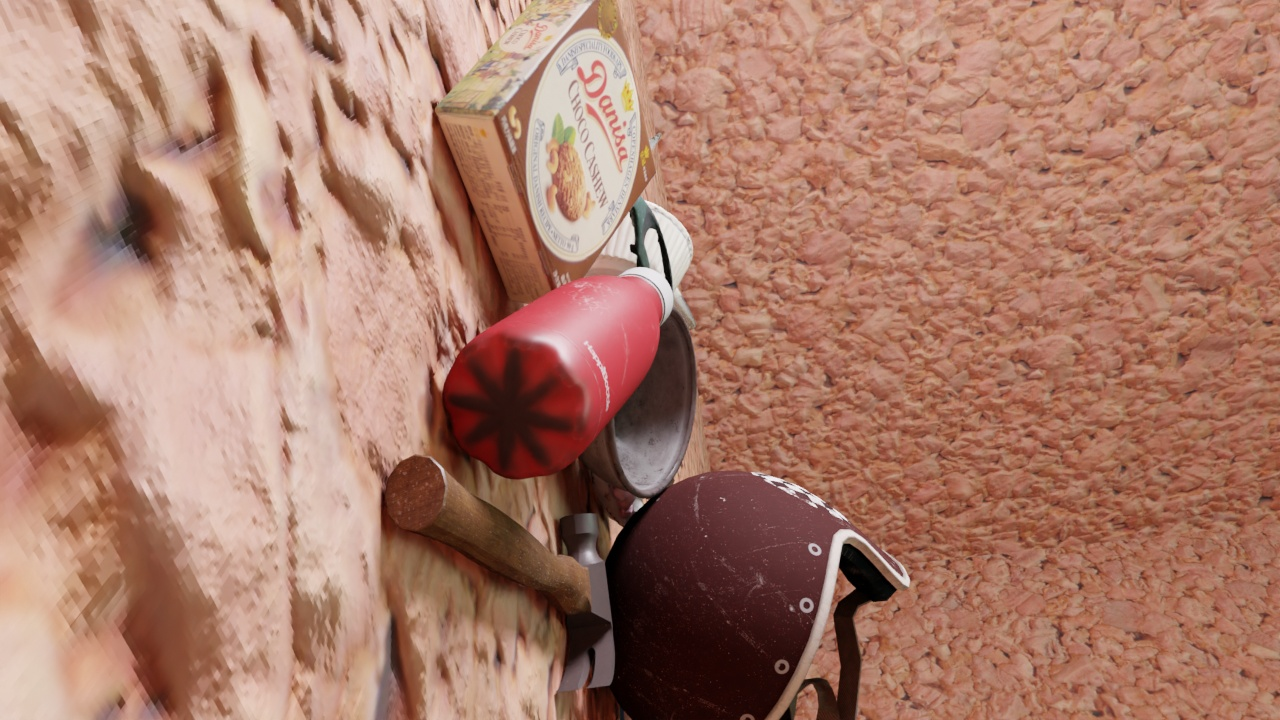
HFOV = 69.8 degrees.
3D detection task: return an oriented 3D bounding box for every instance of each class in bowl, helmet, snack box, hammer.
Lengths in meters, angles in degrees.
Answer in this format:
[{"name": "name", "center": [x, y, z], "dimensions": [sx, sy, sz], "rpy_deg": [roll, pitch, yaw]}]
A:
[{"name": "bowl", "center": [-0.016, 0.027, 0.688], "dimensions": [0.144, 0.067, 0.145], "rpy_deg": [-16, 108, -62]}, {"name": "bowl", "center": [-0.017, -0.078, 0.778], "dimensions": [0.115, 0.115, 0.062], "rpy_deg": [74, 25, -53]}, {"name": "helmet", "center": [0.088, 0.211, 0.703], "dimensions": [0.233, 0.253, 0.234], "rpy_deg": [-60, -156, 8]}, {"name": "snack box", "center": [-0.048, -0.131, 0.554], "dimensions": [0.146, 0.041, 0.143], "rpy_deg": [-60, 151, -34]}, {"name": "hammer", "center": [-0.058, 0.109, 0.485], "dimensions": [0.323, 0.033, 0.115], "rpy_deg": [67, 14, -66]}]

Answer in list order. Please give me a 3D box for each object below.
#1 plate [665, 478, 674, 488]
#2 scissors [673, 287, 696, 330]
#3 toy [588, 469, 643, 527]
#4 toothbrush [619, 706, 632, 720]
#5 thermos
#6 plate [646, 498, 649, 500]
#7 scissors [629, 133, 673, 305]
[{"name": "plate", "center": [-0.007, 0.065, 0.801], "dimensions": [0.131, 0.025, 0.131], "rpy_deg": [60, -2, 2]}, {"name": "scissors", "center": [-0.004, -0.104, 0.963], "dimensions": [0.015, 0.179, 0.199], "rpy_deg": [-40, 164, -40]}, {"name": "toy", "center": [-0.022, 0.105, 0.777], "dimensions": [0.123, 0.038, 0.079], "rpy_deg": [138, -64, -83]}, {"name": "toothbrush", "center": [-0.015, 0.243, 0.786], "dimensions": [0.016, 0.014, 0.166], "rpy_deg": [73, 10, -57]}, {"name": "thermos", "center": [-0.027, -0.011, 0.516], "dimensions": [0.239, 0.073, 0.073], "rpy_deg": [-47, 130, -67]}, {"name": "plate", "center": [0.007, 0.094, 1.053], "dimensions": [0.135, 0.011, 0.134], "rpy_deg": [-179, -89, -76]}, {"name": "scissors", "center": [-0.028, -0.102, 0.663], "dimensions": [0.204, 0.015, 0.202], "rpy_deg": [-33, 117, -49]}]
